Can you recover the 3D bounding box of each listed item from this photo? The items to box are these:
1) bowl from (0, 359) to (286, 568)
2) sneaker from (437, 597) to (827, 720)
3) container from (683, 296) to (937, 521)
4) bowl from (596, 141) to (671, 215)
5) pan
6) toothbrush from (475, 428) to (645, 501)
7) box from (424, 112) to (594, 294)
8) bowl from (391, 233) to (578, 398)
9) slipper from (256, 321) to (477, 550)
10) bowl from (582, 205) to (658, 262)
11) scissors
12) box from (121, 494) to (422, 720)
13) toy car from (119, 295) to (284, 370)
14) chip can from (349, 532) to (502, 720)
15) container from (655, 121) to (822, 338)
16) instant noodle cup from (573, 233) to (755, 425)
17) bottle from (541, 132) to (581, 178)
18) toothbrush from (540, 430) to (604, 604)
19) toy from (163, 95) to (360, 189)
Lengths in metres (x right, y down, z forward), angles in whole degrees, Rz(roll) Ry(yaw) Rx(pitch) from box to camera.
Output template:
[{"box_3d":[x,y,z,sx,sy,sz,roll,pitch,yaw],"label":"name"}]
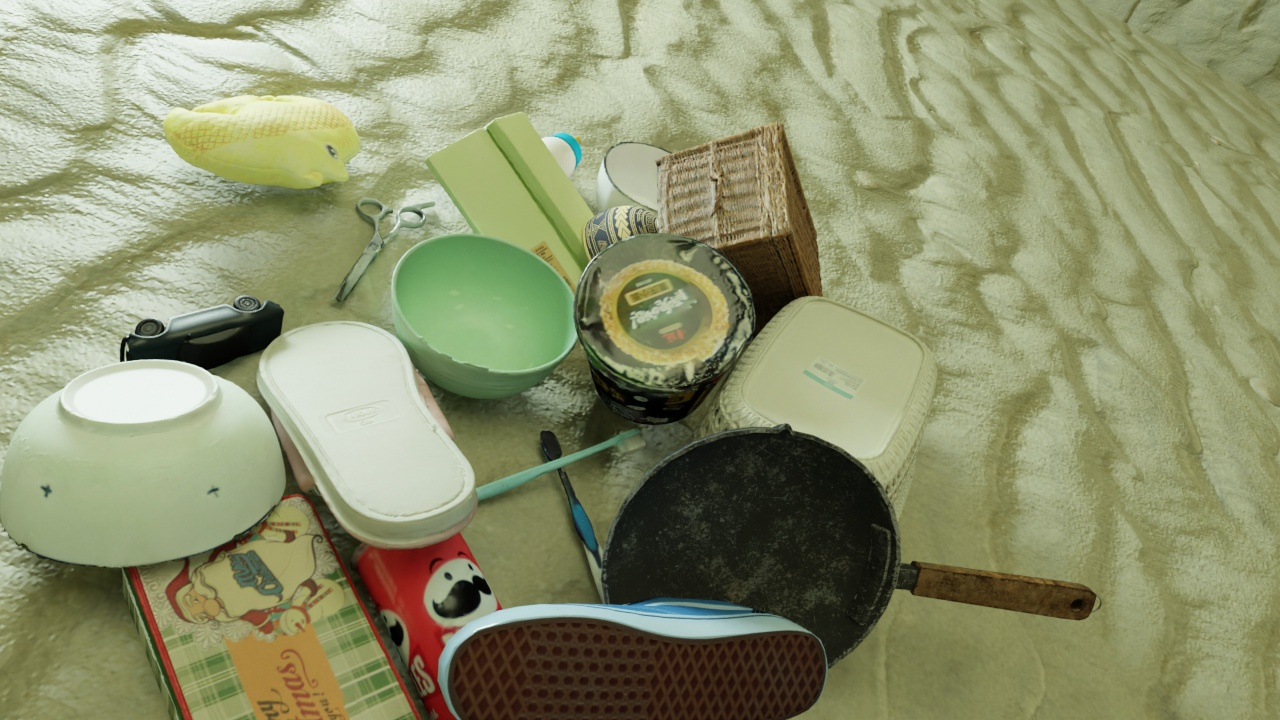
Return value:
[{"box_3d":[-0.293,0.049,0.546,0.153,0.073,0.153,7,24,-3],"label":"bowl"},{"box_3d":[-0.011,0.183,0.550,0.241,0.098,0.083,8,85,-28],"label":"sneaker"},{"box_3d":[0.141,0.060,0.753,0.185,0.143,0.245,25,41,14],"label":"container"},{"box_3d":[0.005,-0.165,0.949,0.116,0.066,0.116,15,45,-15],"label":"bowl"},{"box_3d":[0.149,0.145,0.636,0.357,0.208,0.040,8,18,-9],"label":"pan"},{"box_3d":[-0.075,0.085,0.689,0.180,0.016,0.016,-17,68,-26],"label":"toothbrush"},{"box_3d":[-0.094,-0.132,0.839,0.140,0.044,0.187,-40,99,-43],"label":"box"},{"box_3d":[-0.130,-0.025,0.738,0.151,0.077,0.150,15,45,-15],"label":"bowl"},{"box_3d":[-0.187,0.047,0.621,0.114,0.054,0.274,-11,32,-27],"label":"slipper"},{"box_3d":[0.006,-0.100,0.857,0.112,0.061,0.112,41,30,-31],"label":"bowl"},{"box_3d":[-0.222,-0.100,0.806,0.094,0.014,0.170,6,45,-22],"label":"scissors"},{"box_3d":[-0.208,0.179,0.527,0.117,0.050,0.205,-15,59,-36],"label":"box"},{"box_3d":[-0.310,-0.014,0.656,0.111,0.046,0.034,-22,61,-42],"label":"toy car"},{"box_3d":[-0.092,0.202,0.549,0.073,0.073,0.233,-16,60,-38],"label":"chip can"},{"box_3d":[0.095,-0.103,0.826,0.113,0.198,0.113,-9,63,18],"label":"container"},{"box_3d":[0.015,-0.015,0.734,0.137,0.112,0.137,1,64,-3],"label":"instant noodle cup"},{"box_3d":[-0.096,-0.199,0.938,0.051,0.051,0.145,32,43,3],"label":"bottle"},{"box_3d":[-0.041,0.131,0.684,0.016,0.017,0.189,-12,57,-23],"label":"toothbrush"},{"box_3d":[-0.323,-0.197,0.812,0.155,0.065,0.170,32,34,21],"label":"toy"}]
